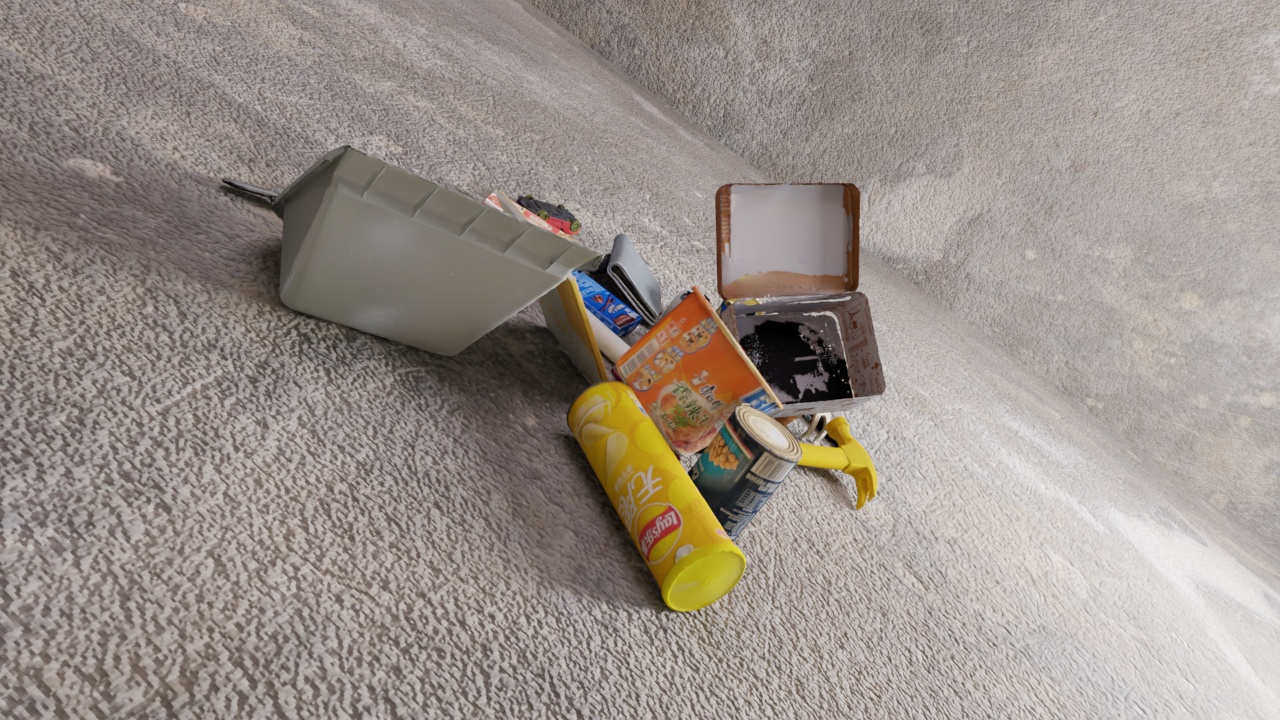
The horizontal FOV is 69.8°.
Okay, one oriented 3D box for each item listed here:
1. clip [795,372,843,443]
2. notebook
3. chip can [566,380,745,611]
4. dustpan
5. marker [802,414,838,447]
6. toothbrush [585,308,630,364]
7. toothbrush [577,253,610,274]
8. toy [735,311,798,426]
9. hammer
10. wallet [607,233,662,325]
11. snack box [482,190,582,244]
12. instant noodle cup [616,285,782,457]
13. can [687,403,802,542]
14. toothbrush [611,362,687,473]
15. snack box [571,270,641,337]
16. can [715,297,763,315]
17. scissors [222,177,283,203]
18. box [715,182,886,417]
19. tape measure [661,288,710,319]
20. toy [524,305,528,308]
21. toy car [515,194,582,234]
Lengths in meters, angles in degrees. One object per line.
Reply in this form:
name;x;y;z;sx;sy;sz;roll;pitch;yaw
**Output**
clip;0.224;0.055;1.200;0.035;0.101;0.096;14;2;-38
notebook;-0.079;-0.055;0.903;0.146;0.010;0.206;50;-15;34
chip can;0.008;0.109;0.779;0.072;0.072;0.213;16;27;-39
dustpan;-0.197;-0.111;0.784;0.222;0.259;0.142;19;50;-34
marker;0.234;0.071;1.261;0.022;0.020;0.132;-11;48;-47
toothbrush;-0.006;0.006;1.037;0.221;0.026;0.026;41;-22;17
toothbrush;-0.059;-0.124;1.189;0.027;0.026;0.212;37;11;3
toy;0.129;0.002;1.130;0.199;0.131;0.140;19;22;-13
hammer;0.171;0.106;1.059;0.300;0.033;0.128;12;41;-40
wallet;-0.009;-0.107;1.239;0.106;0.037;0.129;55;15;-19
snack box;-0.140;-0.168;1.213;0.153;0.025;0.075;32;22;-7
instant noodle cup;0.054;0.017;0.914;0.151;0.111;0.151;53;6;-8
can;0.089;0.105;0.850;0.075;0.111;0.075;29;22;-13
toothbrush;0.010;0.058;0.962;0.016;0.017;0.187;17;27;-37
snack box;-0.078;-0.083;1.123;0.157;0.026;0.084;38;20;8
can;0.121;-0.047;1.260;0.057;0.083;0.102;34;21;0
scissors;-0.315;-0.141;0.893;0.129;0.019;0.185;36;19;31
box;0.174;-0.072;1.055;0.178;0.103;0.260;-5;78;-18
tape measure;0.058;-0.063;1.223;0.033;0.066;0.065;36;19;16
toy;-0.165;-0.092;1.012;0.096;0.030;0.091;48;27;18
toy car;-0.132;-0.205;1.296;0.106;0.031;0.049;11;31;-49
